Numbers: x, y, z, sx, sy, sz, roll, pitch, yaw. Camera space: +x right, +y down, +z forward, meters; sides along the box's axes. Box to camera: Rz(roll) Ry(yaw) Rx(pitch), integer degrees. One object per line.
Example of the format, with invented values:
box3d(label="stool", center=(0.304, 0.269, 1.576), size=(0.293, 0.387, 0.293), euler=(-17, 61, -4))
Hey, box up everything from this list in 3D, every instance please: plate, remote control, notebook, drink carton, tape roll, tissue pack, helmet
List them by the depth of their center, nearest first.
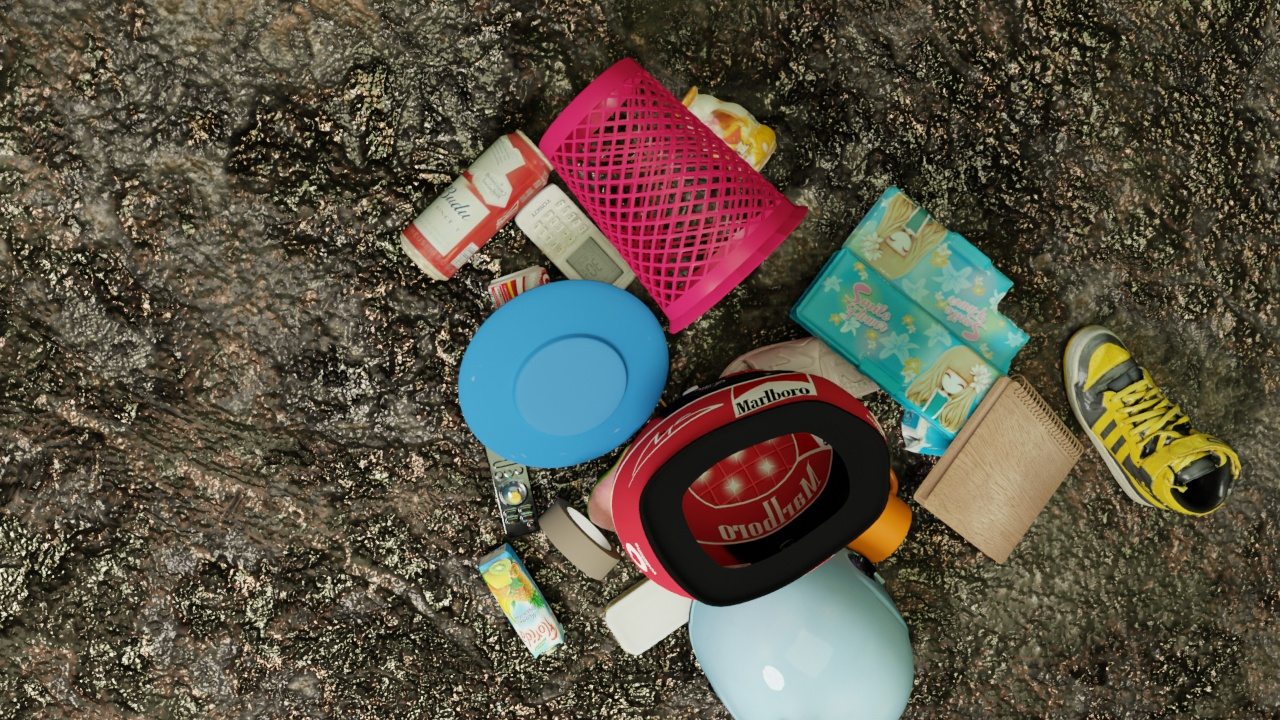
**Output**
box3d(label="helmet", center=(0.103, 0.113, 0.892), size=(0.271, 0.224, 0.197), euler=(-31, 95, 11))
box3d(label="plate", center=(-0.073, 0.024, 0.947), size=(0.224, 0.024, 0.225), euler=(-9, 122, -15))
box3d(label="helmet", center=(0.181, 0.309, 0.976), size=(0.225, 0.167, 0.265), euler=(-43, 108, 1))
box3d(label="remote control", center=(-0.069, -0.121, 0.980), size=(0.060, 0.025, 0.138), euler=(-44, 99, 0))
box3d(label="tape roll", center=(-0.065, 0.190, 0.981), size=(0.093, 0.093, 0.030), euler=(43, 90, -9))
box3d(label="remote control", center=(-0.144, 0.119, 1.003), size=(0.041, 0.020, 0.152), euler=(-13, 98, -6))
box3d(label="notebook", center=(0.399, 0.121, 1.006), size=(0.210, 0.022, 0.169), euler=(34, 92, -40))
box3d(label="drink carton", center=(-0.130, 0.265, 1.011), size=(0.044, 0.038, 0.129), euler=(-30, 99, -2))
box3d(label="tissue pack", center=(0.351, 0.038, 1.023), size=(0.093, 0.061, 0.144), euler=(10, 94, -6))

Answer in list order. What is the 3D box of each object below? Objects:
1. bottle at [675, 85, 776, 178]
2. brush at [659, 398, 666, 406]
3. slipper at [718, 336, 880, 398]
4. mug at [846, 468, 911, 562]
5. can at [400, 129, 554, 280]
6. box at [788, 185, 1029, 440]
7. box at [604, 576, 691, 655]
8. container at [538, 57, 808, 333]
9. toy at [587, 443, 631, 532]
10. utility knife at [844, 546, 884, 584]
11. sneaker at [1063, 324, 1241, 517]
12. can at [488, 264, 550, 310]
box3d(label="bottle", center=(0.088, -0.242, 0.964), size=(0.109, 0.063, 0.063), euler=(35, 92, -9))
box3d(label="brush", center=(-0.006, 0.006, 1.005), size=(0.048, 0.017, 0.126), euler=(-37, 99, -1))
box3d(label="slipper", center=(0.192, 0.019, 1.005), size=(0.239, 0.064, 0.094), euler=(-19, 98, -5))
box3d(label="mug", center=(0.246, 0.152, 1.026), size=(0.096, 0.078, 0.112), euler=(35, 64, -9))
box3d(label="can", center=(-0.168, -0.159, 0.945), size=(0.170, 0.067, 0.067), euler=(-44, 99, 0))
box3d(label="box", center=(0.299, -0.050, 0.970), size=(0.227, 0.039, 0.182), euler=(38, 89, -4))
box3d(label="box", center=(0.057, 0.248, 1.026), size=(0.210, 0.044, 0.066), euler=(-34, 97, -1))
box3d(label="container", center=(0.022, -0.171, 0.911), size=(0.183, 0.183, 0.226), euler=(-43, 95, 0))
box3d(label="toy", center=(-0.007, 0.137, 1.002), size=(0.090, 0.051, 0.110), euler=(20, 90, -15))
box3d(label="utility knife", center=(0.238, 0.220, 1.057), size=(0.120, 0.015, 0.022), euler=(44, 59, -10))
box3d(label="sneaker", center=(0.566, 0.072, 1.020), size=(0.086, 0.122, 0.238), euler=(-33, 100, -3))
box3d(label="can", center=(-0.115, -0.043, 0.965), size=(0.064, 0.064, 0.105), euler=(-19, 98, -4))
